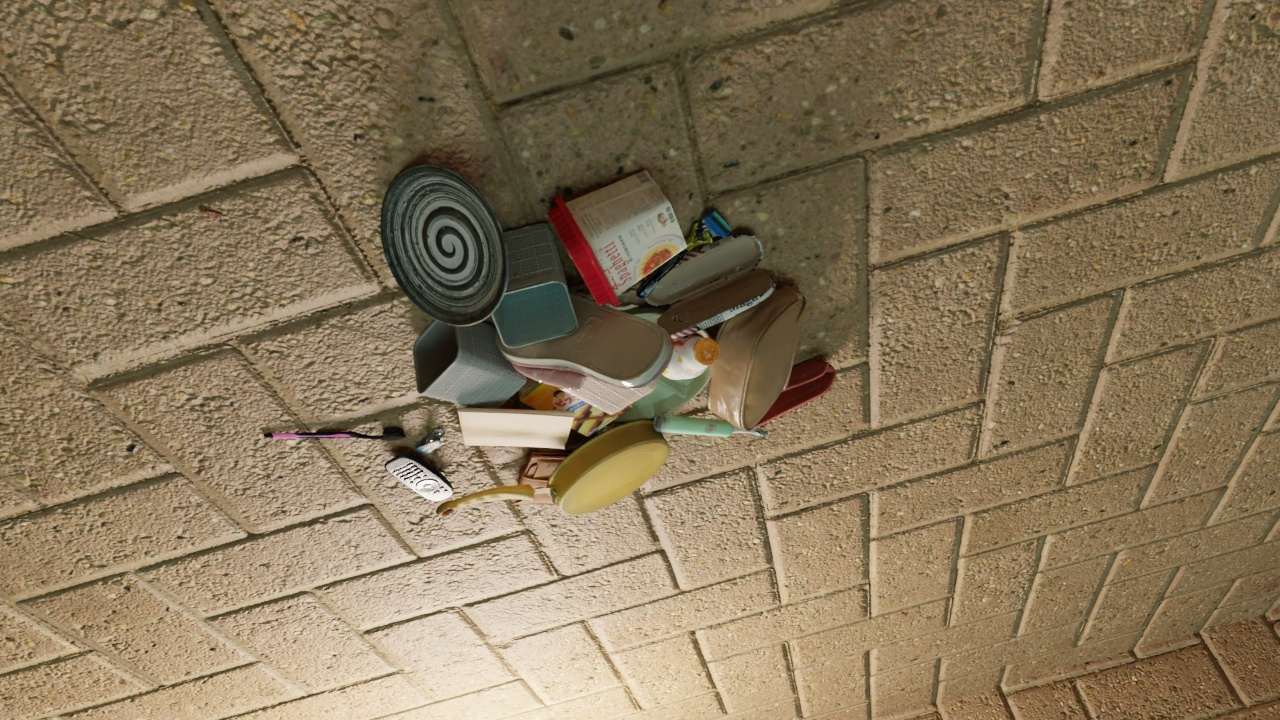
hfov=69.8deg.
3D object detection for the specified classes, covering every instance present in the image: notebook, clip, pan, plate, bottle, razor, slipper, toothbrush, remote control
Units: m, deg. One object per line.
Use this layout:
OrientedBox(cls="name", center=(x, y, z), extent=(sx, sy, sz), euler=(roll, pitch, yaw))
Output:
OrientedBox(cls="notebook", center=(-0.172, 0.095, 1.265), extent=(0.149, 0.012, 0.212), euler=(2, 163, -8))
OrientedBox(cls="clip", center=(-0.303, 0.121, 1.328), extent=(0.024, 0.028, 0.057), euler=(27, 135, -37))
OrientedBox(cls="pan", center=(-0.123, 0.179, 1.365), extent=(0.356, 0.078, 0.198), euler=(-23, 153, -21))
OrientedBox(cls="plate", center=(-0.008, 0.007, 1.277), extent=(0.230, 0.027, 0.231), euler=(-9, 140, -7))
OrientedBox(cls="bottle", center=(0.062, -0.008, 1.179), extent=(0.063, 0.063, 0.108), euler=(5, 175, -22))
OrientedBox(cls="razor", center=(0.047, -0.127, 1.126), extent=(0.143, 0.022, 0.042), euler=(-43, 127, 13))
OrientedBox(cls="slipper", center=(-0.067, -0.017, 1.083), extent=(0.275, 0.114, 0.054), euler=(12, 155, 41))
OrientedBox(cls="toothbrush", center=(0.112, 0.104, 1.409), extent=(0.224, 0.027, 0.026), euler=(8, 96, -38))
OrientedBox(cls="clip", center=(-0.043, -0.084, 1.155), extent=(0.100, 0.035, 0.098), euler=(-33, 135, 27))
OrientedBox(cls="remote control", center=(-0.331, 0.172, 1.376), extent=(0.053, 0.024, 0.136), euler=(-25, 140, 11))
OrientedBox(cls="toothbrush", center=(-0.425, 0.102, 1.279), extent=(0.189, 0.017, 0.014), euler=(1, 137, -13))
OrientedBox(cls="plate", center=(-0.209, -0.124, 0.992), extent=(0.180, 0.179, 0.024), euler=(-52, 171, 36))

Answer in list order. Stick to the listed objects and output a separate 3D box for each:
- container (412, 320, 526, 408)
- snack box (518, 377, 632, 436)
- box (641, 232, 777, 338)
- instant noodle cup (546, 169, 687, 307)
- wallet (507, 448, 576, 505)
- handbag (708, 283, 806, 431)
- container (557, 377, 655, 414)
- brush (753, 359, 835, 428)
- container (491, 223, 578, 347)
OrientedBox(cls="container", center=(-0.214, 0.004, 1.166), extent=(0.114, 0.090, 0.090), euler=(23, 128, -40))
OrientedBox(cls="snack box", center=(-0.088, 0.049, 1.257), extent=(0.087, 0.033, 0.140), euler=(-34, 134, 24))
OrientedBox(cls="box", center=(0.086, -0.090, 1.146), extent=(0.162, 0.085, 0.075), euler=(-24, 144, 8))
OrientedBox(cls="instant noodle cup", center=(-0.024, -0.143, 1.040), extent=(0.124, 0.116, 0.116), euler=(-29, 139, 0))
OrientedBox(cls="wallet", center=(-0.145, 0.183, 1.442), extent=(0.119, 0.035, 0.131), euler=(1, 138, -26))
OrientedBox(cls="handbag", center=(0.151, -0.008, 1.241), extent=(0.147, 0.100, 0.205), euler=(-40, 151, -32))
OrientedBox(cls="container", center=(-0.046, 0.005, 1.174), extent=(0.090, 0.090, 0.111), euler=(-31, 141, 20))
OrientedBox(cls="brush", center=(0.220, 0.043, 1.358), extent=(0.146, 0.063, 0.069), euler=(-26, 152, 12))
OrientedBox(cls="container", center=(-0.129, -0.091, 1.061), extent=(0.090, 0.111, 0.090), euler=(-13, 140, 0))
